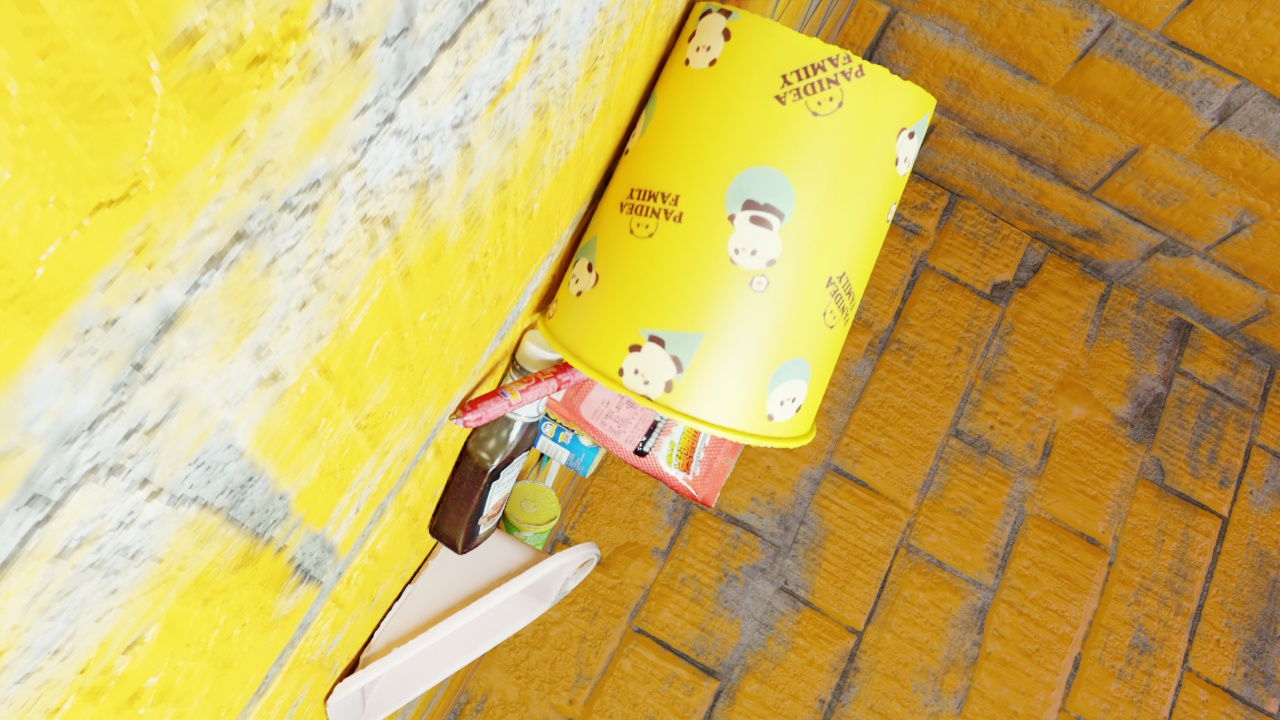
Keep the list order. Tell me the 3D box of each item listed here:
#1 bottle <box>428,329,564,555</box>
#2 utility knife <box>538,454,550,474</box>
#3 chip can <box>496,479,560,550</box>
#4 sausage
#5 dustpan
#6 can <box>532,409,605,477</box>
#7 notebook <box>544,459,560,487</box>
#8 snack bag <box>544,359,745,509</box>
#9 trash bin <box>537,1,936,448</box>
[{"bbox_3d":[-0.109,0.064,0.729,0.195,0.044,0.079,-63,169,25],"label":"bottle"},{"bbox_3d":[-0.115,0.100,1.215,0.029,0.013,0.172,-54,172,-45],"label":"utility knife"},{"bbox_3d":[-0.166,0.244,1.174,0.072,0.072,0.222,-57,175,-49],"label":"chip can"},{"bbox_3d":[-0.073,0.018,0.659,0.155,0.020,0.020,-23,150,-42],"label":"sausage"},{"bbox_3d":[-0.159,0.263,0.866,0.272,0.139,0.223,-59,177,-31],"label":"dustpan"},{"bbox_3d":[-0.071,0.073,1.036,0.101,0.083,0.057,-57,175,-47],"label":"can"},{"bbox_3d":[-0.097,0.092,1.275,0.210,0.012,0.150,114,-2,-64],"label":"notebook"},{"bbox_3d":[0.006,0.048,0.909,0.128,0.208,0.073,-60,178,-23],"label":"snack bag"},{"bbox_3d":[0.075,-0.102,0.676,0.229,0.229,0.256,-49,162,-74],"label":"trash bin"}]
